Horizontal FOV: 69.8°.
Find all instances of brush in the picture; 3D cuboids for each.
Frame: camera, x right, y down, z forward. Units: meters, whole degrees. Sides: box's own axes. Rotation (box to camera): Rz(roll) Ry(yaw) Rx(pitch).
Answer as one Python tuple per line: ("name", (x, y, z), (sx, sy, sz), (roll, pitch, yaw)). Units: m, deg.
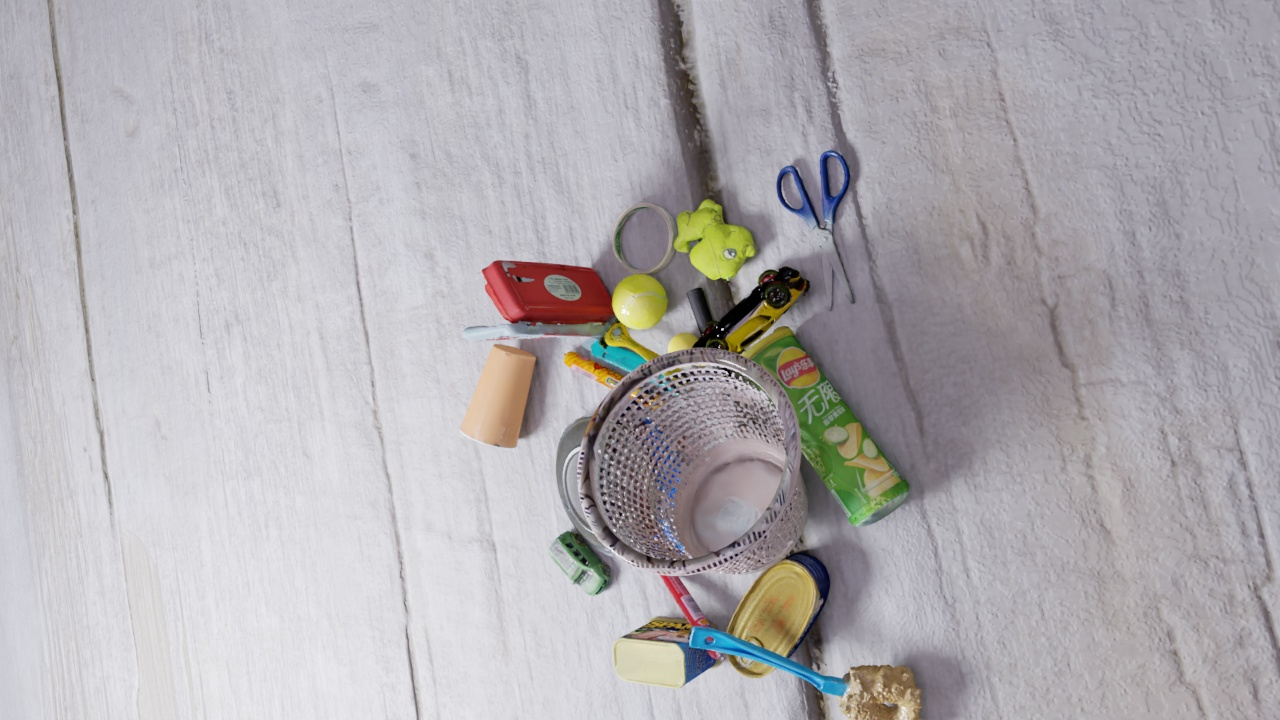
("brush", (0.175, 0.328, 0.959), (0.255, 0.045, 0.083), (16, 111, 13))

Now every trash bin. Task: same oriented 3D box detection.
("trash bin", (0.076, 0.127, 0.943), (0.228, 0.192, 0.227), (-11, 61, 21))

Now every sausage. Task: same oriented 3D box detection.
("sausage", (0.056, 0.285, 1.061), (0.020, 0.020, 0.156), (-57, 44, 20))
("sausage", (-0.034, 0.024, 1.131), (0.165, 0.021, 0.021), (25, 104, 28))

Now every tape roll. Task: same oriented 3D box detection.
("tape roll", (0.005, -0.146, 1.106), (0.086, 0.013, 0.086), (1, 92, 32))

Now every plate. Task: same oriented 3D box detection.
("plate", (-0.050, 0.155, 1.119), (0.180, 0.024, 0.179), (14, 110, 41))

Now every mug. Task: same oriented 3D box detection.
("mug", (-0.181, 0.044, 1.197), (0.078, 0.078, 0.123), (21, 97, 30))

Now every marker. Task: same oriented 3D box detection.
("marker", (0.082, -0.021, 1.057), (0.020, 0.022, 0.132), (-17, 81, -7))

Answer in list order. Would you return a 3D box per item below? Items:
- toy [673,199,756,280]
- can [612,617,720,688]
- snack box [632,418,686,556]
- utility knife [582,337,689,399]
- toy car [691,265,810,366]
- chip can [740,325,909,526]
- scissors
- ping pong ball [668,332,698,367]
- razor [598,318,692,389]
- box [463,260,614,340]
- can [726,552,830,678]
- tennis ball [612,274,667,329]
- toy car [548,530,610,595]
("toy", (0.082, -0.134, 1.048), (0.097, 0.031, 0.100), (-22, 76, 30))
("can", (0.030, 0.339, 1.064), (0.102, 0.083, 0.057), (-5, 89, 32))
("snack box", (0.024, 0.156, 1.096), (0.085, 0.026, 0.157), (-42, 70, 27))
("utility knife", (-0.007, 0.007, 1.118), (0.164, 0.013, 0.029), (24, 98, 29))
("toy car", (0.116, -0.045, 1.002), (0.156, 0.071, 0.041), (-41, 104, 14))
("chip can", (0.191, 0.070, 0.963), (0.073, 0.072, 0.221), (-43, 70, 25))
("scissors", (0.204, -0.144, 0.984), (0.171, 0.012, 0.141), (49, 115, 19))
("ping pong ball", (0.052, -0.012, 1.065), (0.040, 0.040, 0.040), (1, 92, 32))
("razor", (0.010, -0.004, 1.092), (0.132, 0.028, 0.043), (36, 77, 25))
("box", (-0.121, -0.053, 1.077), (0.099, 0.201, 0.095), (-38, 73, 26))
("can", (0.150, 0.279, 1.008), (0.074, 0.049, 0.148), (35, 109, 26))
("tennis ball", (-0.001, -0.069, 1.082), (0.066, 0.065, 0.065), (1, 92, 32))
("toy car", (-0.078, 0.257, 1.159), (0.091, 0.036, 0.043), (41, 110, 20))
